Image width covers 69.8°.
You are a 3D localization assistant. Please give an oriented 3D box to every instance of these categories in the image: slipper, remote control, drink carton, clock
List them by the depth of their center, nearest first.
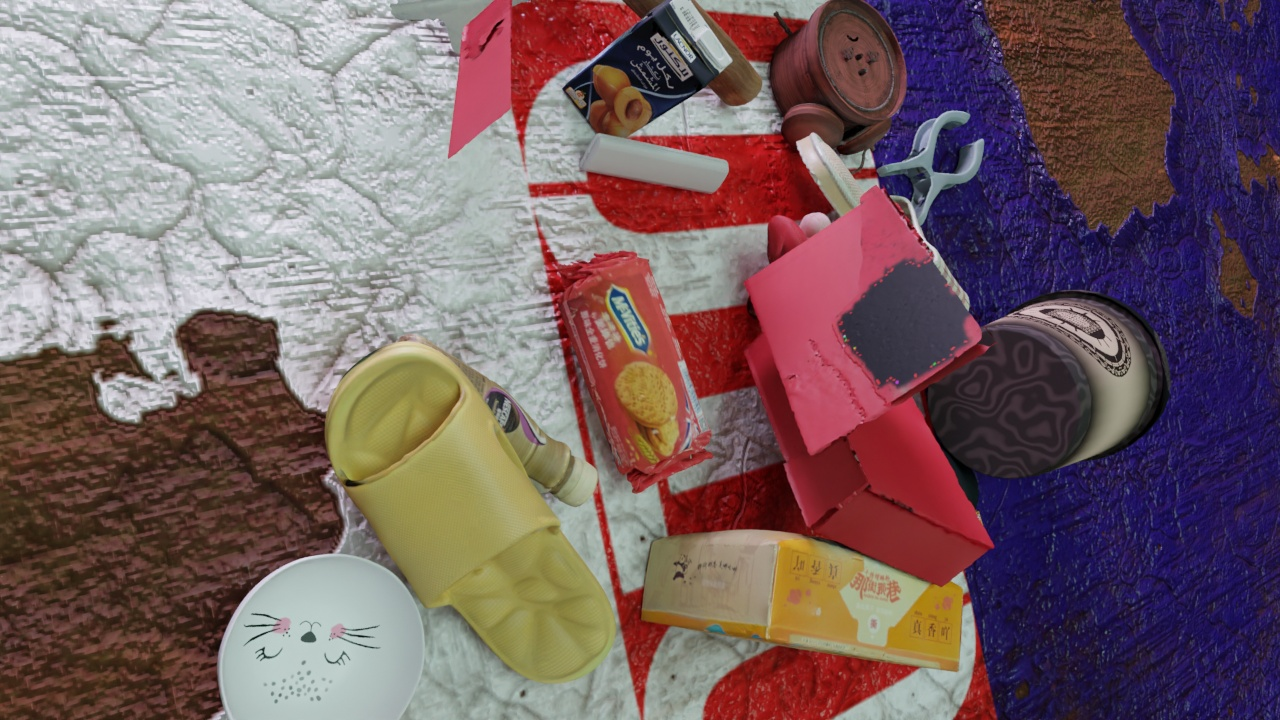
[{"bbox_3d":[-0.099,0.113,0.561,0.099,0.078,0.263,-32,115,2],"label":"slipper"},{"bbox_3d":[0.002,-0.214,0.684,0.064,0.130,0.040,49,59,-17],"label":"drink carton"},{"bbox_3d":[0.014,-0.157,0.741,0.130,0.033,0.012,3,50,-34],"label":"remote control"},{"bbox_3d":[0.234,-0.111,0.833,0.263,0.052,0.114,41,25,-29],"label":"slipper"},{"bbox_3d":[0.182,-0.251,0.850,0.120,0.072,0.157,-7,85,-35],"label":"clock"}]

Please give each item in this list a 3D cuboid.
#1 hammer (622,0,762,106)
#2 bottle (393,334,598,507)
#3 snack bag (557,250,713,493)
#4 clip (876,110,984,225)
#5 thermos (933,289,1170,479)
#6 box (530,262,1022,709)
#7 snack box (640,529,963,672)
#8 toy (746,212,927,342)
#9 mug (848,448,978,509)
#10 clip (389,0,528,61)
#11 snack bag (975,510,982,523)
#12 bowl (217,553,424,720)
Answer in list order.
[{"bbox_3d":[0.005,-0.273,0.693,0.300,0.158,0.037,24,77,-52],"label":"hammer"},{"bbox_3d":[-0.100,0.048,0.612,0.166,0.060,0.059,35,64,-26],"label":"bottle"},{"bbox_3d":[-0.004,0.004,0.679,0.082,0.082,0.176,-23,96,-35],"label":"snack bag"},{"bbox_3d":[0.297,-0.220,0.953,0.162,0.028,0.112,-44,105,-32],"label":"clip"},{"bbox_3d":[0.374,0.024,0.851,0.225,0.173,0.172,-10,87,-48],"label":"thermos"},{"bbox_3d":[0.085,0.121,0.732,0.197,0.352,0.216,30,26,-27],"label":"box"},{"bbox_3d":[0.123,0.175,0.690,0.195,0.145,0.080,19,72,-31],"label":"snack box"},{"bbox_3d":[0.165,-0.061,0.783,0.131,0.097,0.124,-6,121,-30],"label":"toy"},{"bbox_3d":[0.242,0.097,0.834,0.094,0.085,0.121,25,40,-30],"label":"mug"},{"bbox_3d":[-0.121,-0.242,0.646,0.102,0.056,0.056,-9,100,-3],"label":"clip"},{"bbox_3d":[0.302,0.165,0.893,0.099,0.020,0.026,-5,86,-35],"label":"snack bag"},{"bbox_3d":[-0.189,0.170,0.534,0.114,0.051,0.114,7,78,-34],"label":"bowl"}]
